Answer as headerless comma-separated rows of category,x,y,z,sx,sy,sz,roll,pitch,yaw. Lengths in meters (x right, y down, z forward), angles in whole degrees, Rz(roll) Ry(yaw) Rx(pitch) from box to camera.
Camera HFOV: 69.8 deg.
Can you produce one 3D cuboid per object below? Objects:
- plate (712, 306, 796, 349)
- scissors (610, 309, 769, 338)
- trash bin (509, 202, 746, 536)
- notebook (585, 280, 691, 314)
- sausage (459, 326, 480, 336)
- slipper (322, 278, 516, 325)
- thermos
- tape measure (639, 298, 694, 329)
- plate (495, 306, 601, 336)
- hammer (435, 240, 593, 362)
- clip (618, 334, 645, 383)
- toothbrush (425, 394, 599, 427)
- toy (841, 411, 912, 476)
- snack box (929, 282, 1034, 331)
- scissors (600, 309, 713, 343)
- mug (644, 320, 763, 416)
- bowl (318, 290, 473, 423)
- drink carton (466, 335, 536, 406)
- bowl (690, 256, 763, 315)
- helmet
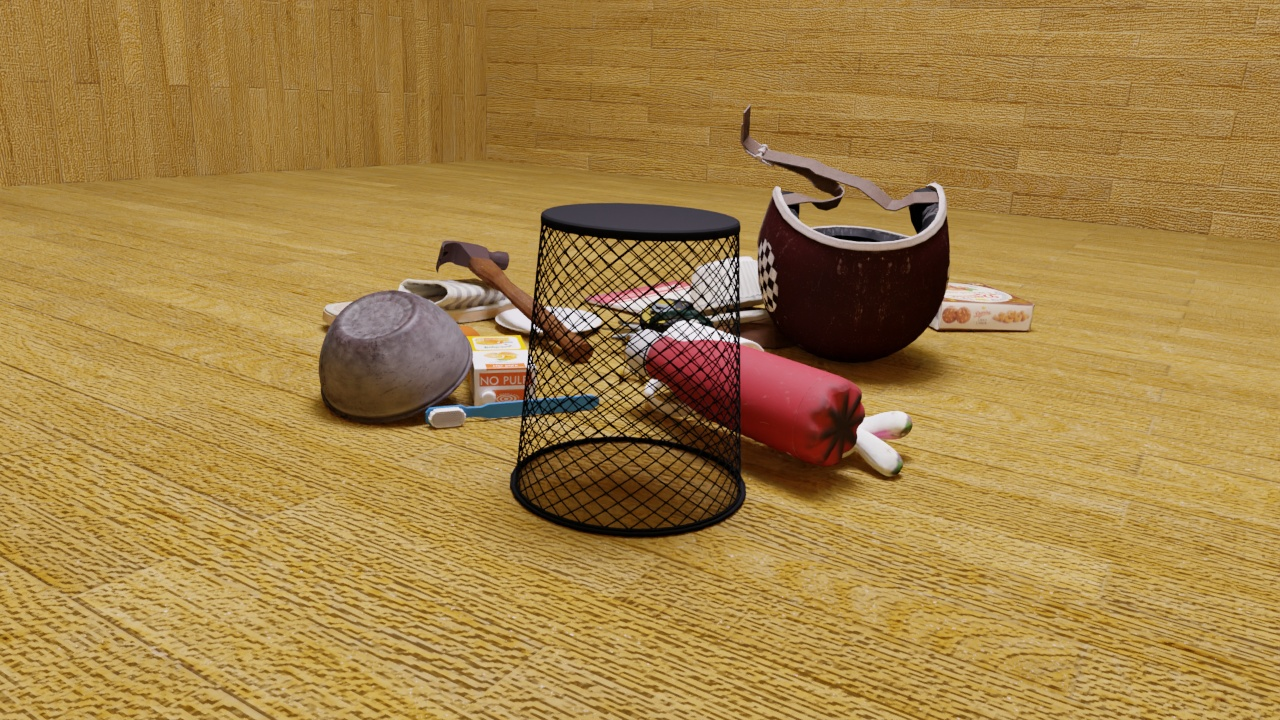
plate,0.155,-0.045,1.183,0.131,0.025,0.131,2,16,-1
scissors,0.070,-0.035,1.122,0.179,0.015,0.187,-25,39,-19
trash bin,-0.005,-0.004,0.691,0.184,0.210,0.184,3,17,-1
notebook,0.044,-0.090,1.343,0.153,0.012,0.208,16,20,38
sausage,-0.232,-0.006,0.965,0.044,0.039,0.163,19,22,29
slipper,-0.275,-0.077,1.185,0.272,0.054,0.115,-12,17,-40
thermos,0.077,0.021,0.797,0.073,0.073,0.240,-13,24,-42
tape measure,0.029,-0.050,1.111,0.061,0.034,0.061,1,40,22
plate,-0.117,-0.048,1.174,0.134,0.011,0.134,2,16,-1
hammer,-0.155,-0.080,1.138,0.115,0.033,0.323,3,24,-40
clip,-0.004,0.004,0.976,0.037,0.053,0.046,5,47,-3
toothbrush,-0.114,0.046,0.848,0.166,0.016,0.014,-4,18,-24
toy,0.170,0.065,0.793,0.123,0.038,0.079,3,28,18
snack box,0.460,-0.079,1.320,0.143,0.041,0.147,0,16,-10
scissors,0.055,-0.022,1.050,0.179,0.015,0.207,18,-13,-28
mug,0.055,0.016,0.902,0.110,0.074,0.090,-37,35,-25
bowl,-0.234,-0.016,0.849,0.145,0.067,0.144,-5,41,4
drink carton,-0.142,0.010,0.921,0.058,0.040,0.122,-2,17,-15
bowl,0.118,-0.101,1.232,0.115,0.062,0.115,-10,-2,-1
helmet,0.237,-0.127,1.064,0.233,0.254,0.233,-1,41,2
